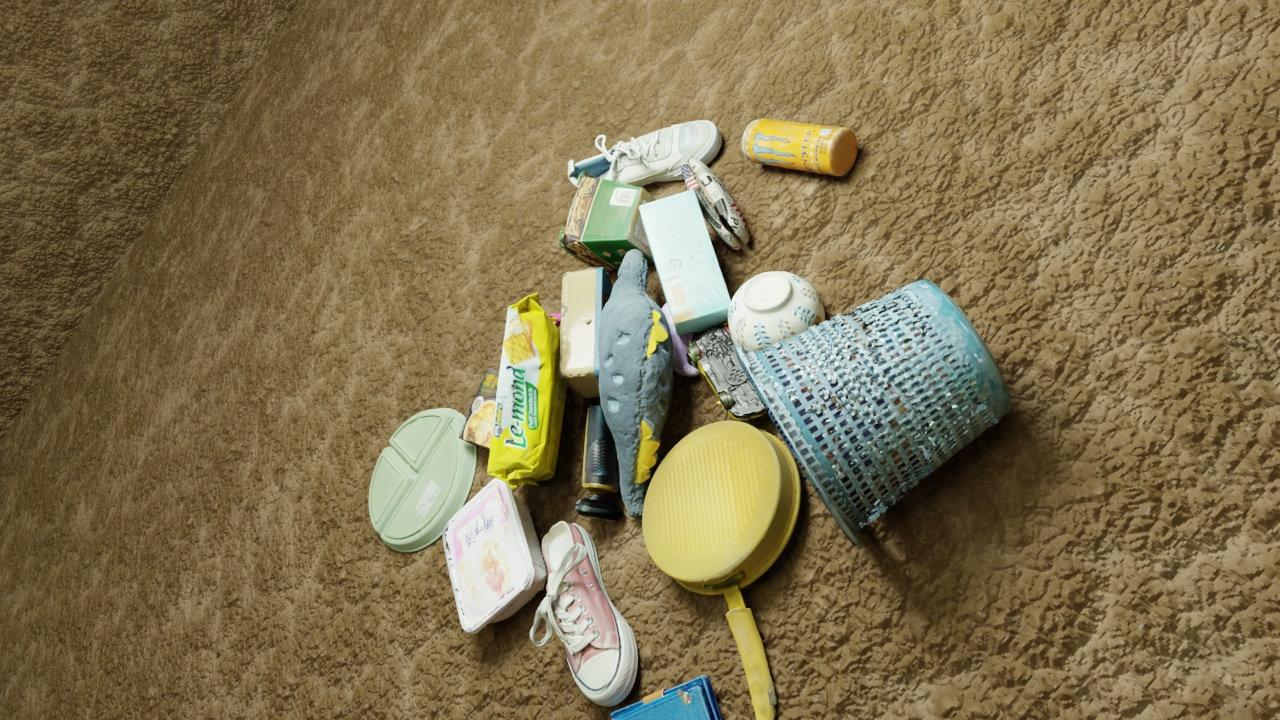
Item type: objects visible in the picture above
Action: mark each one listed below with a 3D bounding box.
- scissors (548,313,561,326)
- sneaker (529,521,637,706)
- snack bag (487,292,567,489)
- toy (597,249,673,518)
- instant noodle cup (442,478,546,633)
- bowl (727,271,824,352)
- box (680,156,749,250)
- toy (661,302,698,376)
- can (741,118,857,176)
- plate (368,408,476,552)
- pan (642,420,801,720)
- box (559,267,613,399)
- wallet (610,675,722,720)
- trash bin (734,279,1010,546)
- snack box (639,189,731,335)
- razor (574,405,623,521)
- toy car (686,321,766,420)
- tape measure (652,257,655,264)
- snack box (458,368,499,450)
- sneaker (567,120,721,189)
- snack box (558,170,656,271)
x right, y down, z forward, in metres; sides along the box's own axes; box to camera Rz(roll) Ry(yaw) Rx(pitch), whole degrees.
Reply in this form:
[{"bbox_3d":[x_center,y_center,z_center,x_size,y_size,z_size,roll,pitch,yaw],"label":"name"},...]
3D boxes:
[{"bbox_3d":[-0.101,-0.067,1.340,0.134,0.017,0.133,-33,46,24],"label":"scissors"},{"bbox_3d":[-0.079,0.289,1.081,0.118,0.087,0.240,-39,47,18],"label":"sneaker"},{"bbox_3d":[-0.140,0.048,1.201,0.068,0.158,0.246,5,81,5],"label":"snack bag"},{"bbox_3d":[-0.007,0.007,1.127,0.091,0.138,0.355,0,69,-3],"label":"toy"},{"bbox_3d":[-0.186,0.259,1.206,0.138,0.060,0.173,-43,45,20],"label":"instant noodle cup"},{"bbox_3d":[0.153,-0.063,1.064,0.113,0.062,0.113,-11,50,14],"label":"bowl"},{"bbox_3d":[0.102,-0.212,1.208,0.060,0.072,0.164,-25,53,-2],"label":"box"},{"bbox_3d":[0.045,-0.029,1.177,0.084,0.039,0.108,0,72,37],"label":"toy"},{"bbox_3d":[0.199,-0.270,1.158,0.146,0.058,0.058,22,83,45],"label":"can"},{"bbox_3d":[-0.340,0.178,1.406,0.231,0.027,0.229,-19,57,33],"label":"plate"},{"bbox_3d":[0.100,0.231,0.990,0.198,0.078,0.356,-29,45,30],"label":"pan"},{"bbox_3d":[-0.068,-0.031,1.232,0.062,0.090,0.184,-9,63,11],"label":"box"},{"bbox_3d":[0.030,0.402,0.965,0.133,0.040,0.106,-32,59,24],"label":"wallet"},{"bbox_3d":[0.231,0.034,0.883,0.195,0.226,0.226,-31,50,8],"label":"trash bin"},{"bbox_3d":[0.057,-0.123,1.155,0.074,0.052,0.174,-16,72,1],"label":"snack box"},{"bbox_3d":[-0.054,0.130,1.176,0.068,0.062,0.167,124,152,-49],"label":"razor"},{"bbox_3d":[0.109,0.015,1.089,0.071,0.041,0.155,-28,47,-3],"label":"toy car"},{"bbox_3d":[0.045,-0.145,1.237,0.058,0.039,0.057,10,75,43],"label":"tape measure"},{"bbox_3d":[-0.191,0.077,1.320,0.126,0.053,0.113,8,73,48],"label":"snack box"},{"bbox_3d":[-0.002,-0.298,1.322,0.243,0.090,0.089,-16,59,33],"label":"sneaker"},{"bbox_3d":[-0.028,-0.190,1.273,0.106,0.117,0.118,6,75,37],"label":"snack box"}]
